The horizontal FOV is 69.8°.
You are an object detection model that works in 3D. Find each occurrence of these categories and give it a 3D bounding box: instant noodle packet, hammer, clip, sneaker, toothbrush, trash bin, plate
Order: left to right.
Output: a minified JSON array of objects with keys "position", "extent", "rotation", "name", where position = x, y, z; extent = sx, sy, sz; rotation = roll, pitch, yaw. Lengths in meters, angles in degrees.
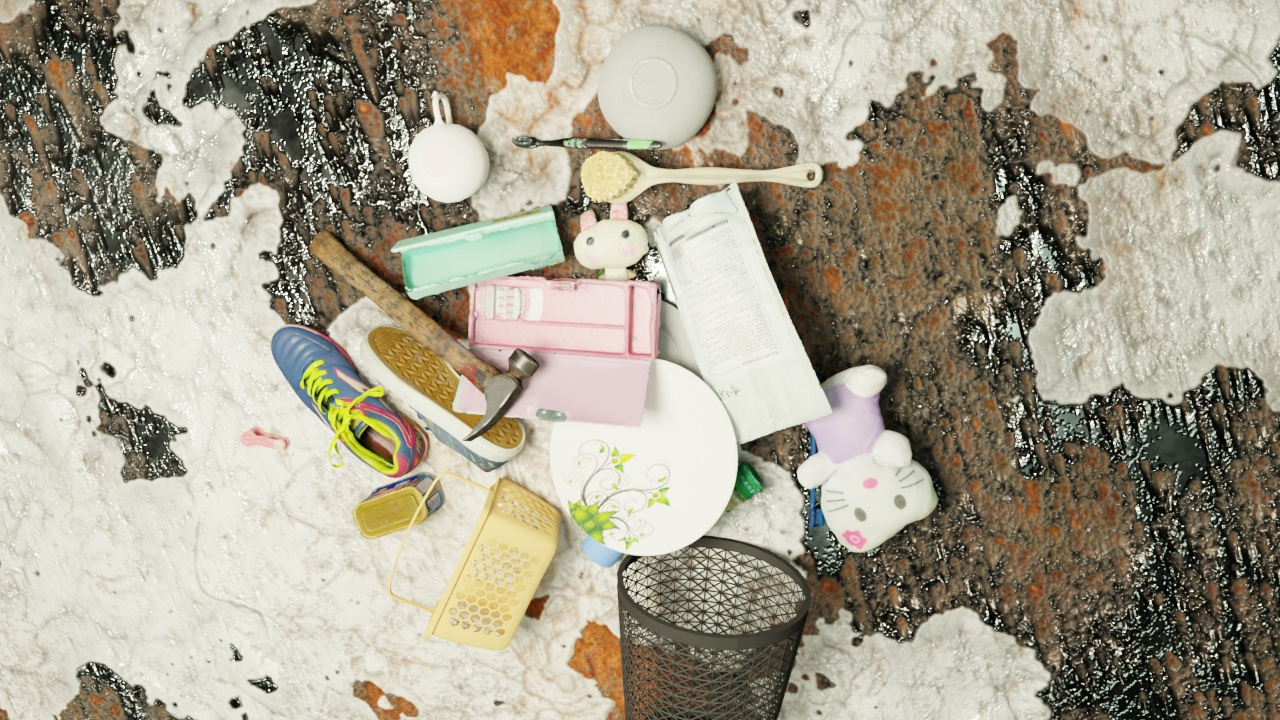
[{"position":[-0.481,0.102,1.173],"extent":[0.057,0.035,0.022],"rotation":[13,98,1],"name":"clip"},{"position":[-0.363,0.047,1.117],"extent":[0.242,0.091,0.116],"rotation":[42,105,0],"name":"sneaker"},{"position":[-0.274,-0.044,1.074],"extent":[0.330,0.033,0.120],"rotation":[37,90,17],"name":"hammer"},{"position":[-0.250,0.054,1.113],"extent":[0.235,0.087,0.079],"rotation":[38,128,2],"name":"sneaker"},{"position":[-0.064,-0.246,1.038],"extent":[0.188,0.017,0.014],"rotation":[7,95,23],"name":"toothbrush"},{"position":[-0.007,0.006,1.098],"extent":[0.173,0.019,0.173],"rotation":[1,100,7],"name":"plate"},{"position":[0.004,0.112,1.077],"extent":[0.230,0.030,0.229],"rotation":[0,89,19],"name":"plate"},{"position":[0.073,0.364,1.064],"extent":[0.217,0.216,0.243],"rotation":[6,107,6],"name":"trash bin"},{"position":[0.107,-0.048,1.021],"extent":[0.147,0.057,0.269],"rotation":[-24,86,43],"name":"instant noodle packet"},{"position":[0.210,0.108,1.089],"extent":[0.017,0.016,0.190],"rotation":[-2,100,0],"name":"toothbrush"}]

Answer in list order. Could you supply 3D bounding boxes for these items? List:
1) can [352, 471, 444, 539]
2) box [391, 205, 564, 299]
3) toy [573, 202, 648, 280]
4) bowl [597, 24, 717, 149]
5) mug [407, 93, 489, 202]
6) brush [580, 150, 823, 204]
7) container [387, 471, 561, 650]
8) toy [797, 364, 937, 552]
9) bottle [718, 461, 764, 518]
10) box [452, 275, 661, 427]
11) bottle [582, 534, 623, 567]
[{"position":[-0.303,0.182,1.150],"extent":[0.100,0.059,0.054],"rotation":[-20,97,10],"name":"can"},{"position":[-0.187,-0.141,1.042],"extent":[0.189,0.079,0.077],"rotation":[-13,57,-1],"name":"box"},{"position":[-0.034,-0.131,1.065],"extent":[0.087,0.050,0.112],"rotation":[-7,91,9],"name":"toy"},{"position":[0.017,-0.303,1.016],"extent":[0.132,0.064,0.132],"rotation":[1,100,7],"name":"bowl"},{"position":[-0.223,-0.244,1.053],"extent":[0.090,0.076,0.124],"rotation":[-5,99,8],"name":"mug"},{"position":[0.069,-0.207,1.031],"extent":[0.272,0.077,0.062],"rotation":[0,109,3],"name":"brush"},{"position":[-0.203,0.235,1.108],"extent":[0.167,0.129,0.184],"rotation":[24,105,-8],"name":"container"},{"position":[0.246,0.112,1.045],"extent":[0.138,0.085,0.209],"rotation":[-22,101,10],"name":"toy"},{"position":[0.094,0.167,1.103],"extent":[0.110,0.042,0.042],"rotation":[-36,94,14],"name":"bottle"},{"position":[-0.095,-0.013,1.068],"extent":[0.233,0.055,0.180],"rotation":[5,81,15],"name":"box"},{"position":[-0.015,0.189,1.117],"extent":[0.048,0.048,0.131],"rotation":[37,103,0],"name":"bottle"}]
